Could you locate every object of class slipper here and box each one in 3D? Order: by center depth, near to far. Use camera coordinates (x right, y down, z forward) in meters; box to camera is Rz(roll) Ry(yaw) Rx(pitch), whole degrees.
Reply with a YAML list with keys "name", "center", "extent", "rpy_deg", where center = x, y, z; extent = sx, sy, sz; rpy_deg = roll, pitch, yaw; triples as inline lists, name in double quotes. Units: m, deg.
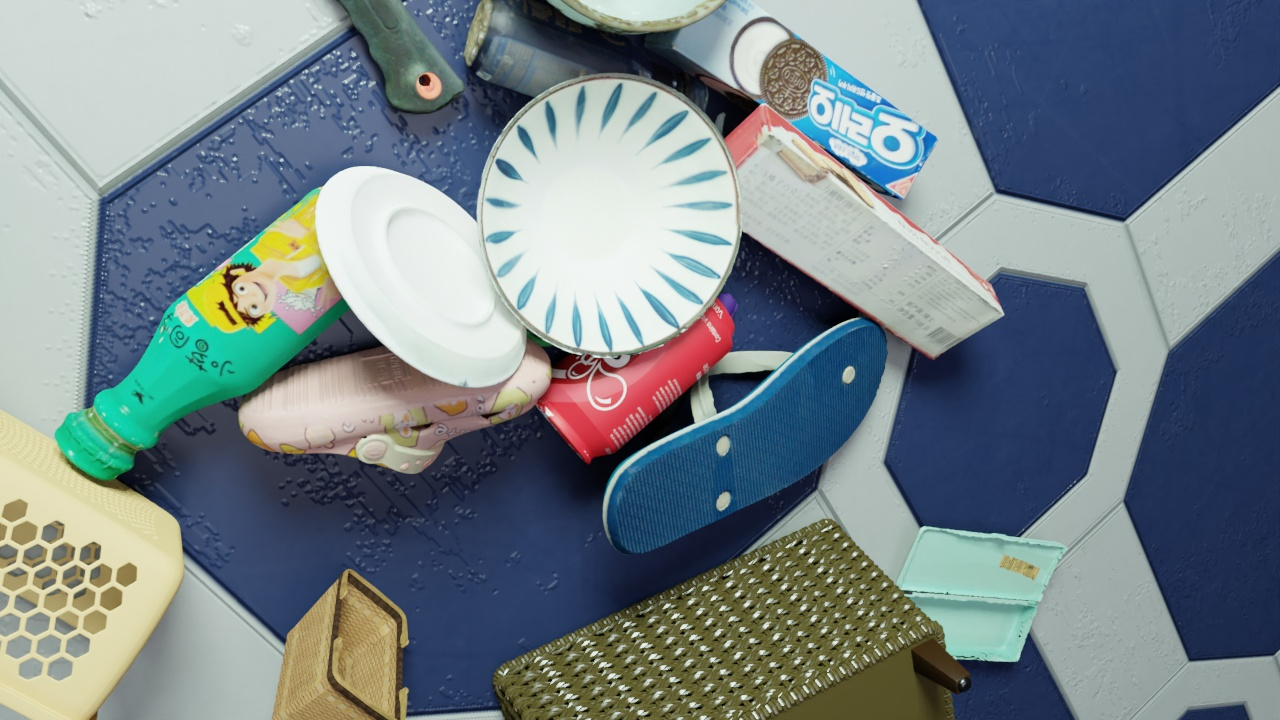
- name: "slipper"
  center: [-0.152, 0.037, 0.596]
  extent: [0.197, 0.093, 0.082]
  rpy_deg: [-11, 119, -20]
- name: "slipper"
  center: [0.080, 0.053, 0.711]
  extent: [0.294, 0.060, 0.118]
  rpy_deg: [-26, 121, -30]

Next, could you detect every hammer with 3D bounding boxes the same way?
- name: "hammer"
  center: [-0.209, -0.285, 0.512]
  extent: [0.133, 0.033, 0.333]
  rpy_deg: [-38, 117, -11]

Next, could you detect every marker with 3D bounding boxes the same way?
- name: "marker"
  center: [0.039, 0.009, 0.709]
  extent: [0.018, 0.015, 0.134]
  rpy_deg: [26, 93, -40]

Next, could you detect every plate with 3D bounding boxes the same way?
- name: "plate"
  center: [-0.123, -0.054, 0.552]
  extent: [0.014, 0.156, 0.157]
  rpy_deg: [-33, 121, 26]

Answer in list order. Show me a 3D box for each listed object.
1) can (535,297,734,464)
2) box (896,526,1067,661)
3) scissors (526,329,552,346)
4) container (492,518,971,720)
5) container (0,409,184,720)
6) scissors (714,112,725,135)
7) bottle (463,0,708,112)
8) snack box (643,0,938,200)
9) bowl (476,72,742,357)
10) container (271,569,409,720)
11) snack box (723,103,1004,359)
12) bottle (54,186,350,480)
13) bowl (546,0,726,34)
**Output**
- name: "can"
  center: [-0.004, 0.004, 0.655]
  extent: [0.142, 0.074, 0.074]
  rpy_deg: [-41, 116, -9]
- name: "box"
  center: [0.315, 0.225, 0.881]
  extent: [0.186, 0.033, 0.136]
  rpy_deg: [12, 100, -26]
- name: "scissors"
  center: [-0.066, -0.073, 0.641]
  extent: [0.070, 0.014, 0.130]
  rpy_deg: [-22, 112, -19]
- name: "container"
  center: [0.084, 0.291, 0.699]
  extent: [0.320, 0.205, 0.176]
  rpy_deg: [-20, 111, -17]
- name: "container"
  center: [-0.372, 0.126, 0.499]
  extent: [0.183, 0.129, 0.167]
  rpy_deg: [43, 78, -27]
- name: "scissors"
  center: [0.054, -0.115, 0.684]
  extent: [0.133, 0.015, 0.104]
  rpy_deg: [-47, 113, -10]
- name: "bottle"
  center: [-0.032, -0.189, 0.599]
  extent: [0.160, 0.056, 0.056]
  rpy_deg: [12, 99, -26]
- name: "snack box"
  center: [0.112, -0.192, 0.660]
  extent: [0.226, 0.059, 0.059]
  rpy_deg: [25, 97, -28]
- name: "bowl"
  center: [-0.026, -0.095, 0.606]
  extent: [0.177, 0.071, 0.177]
  rpy_deg: [-5, 105, -20]
- name: "container"
  center: [-0.199, 0.204, 0.612]
  extent: [0.061, 0.114, 0.063]
  rpy_deg: [-38, 116, 4]
- name: "snack box"
  center: [0.162, -0.087, 0.691]
  extent: [0.272, 0.044, 0.077]
  rpy_deg: [28, 131, -30]
- name: "bottle"
  center: [-0.247, -0.013, 0.548]
  extent: [0.209, 0.068, 0.068]
  rpy_deg: [-42, 116, -8]
- name: "bowl"
  center: [-0.015, -0.271, 0.556]
  extent: [0.159, 0.094, 0.160]
  rpy_deg: [-2, 97, -16]
